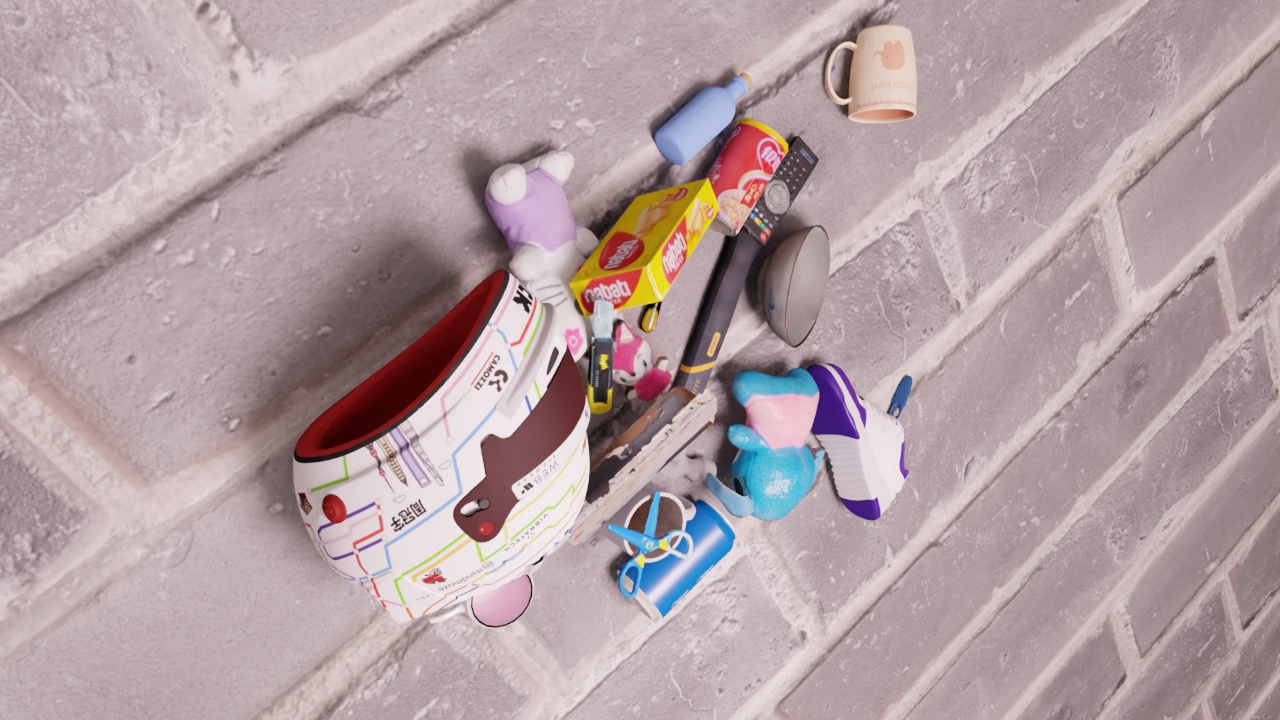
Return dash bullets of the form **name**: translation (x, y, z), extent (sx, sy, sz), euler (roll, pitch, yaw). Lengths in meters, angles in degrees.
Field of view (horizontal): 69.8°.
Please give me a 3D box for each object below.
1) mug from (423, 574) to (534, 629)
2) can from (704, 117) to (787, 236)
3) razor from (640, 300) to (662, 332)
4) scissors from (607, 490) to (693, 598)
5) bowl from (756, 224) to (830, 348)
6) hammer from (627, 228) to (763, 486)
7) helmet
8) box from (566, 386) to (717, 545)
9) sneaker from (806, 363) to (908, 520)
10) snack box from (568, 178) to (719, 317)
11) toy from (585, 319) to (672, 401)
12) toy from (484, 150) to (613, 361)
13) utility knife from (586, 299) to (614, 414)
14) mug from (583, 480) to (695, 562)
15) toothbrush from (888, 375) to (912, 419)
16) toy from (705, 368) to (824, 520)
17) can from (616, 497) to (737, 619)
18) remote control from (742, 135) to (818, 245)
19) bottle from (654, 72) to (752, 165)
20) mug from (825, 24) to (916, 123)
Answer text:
- **mug**: translation (-0.179, 0.247, 0.994), extent (0.123, 0.076, 0.090), euler (-22, 113, -25)
- **can**: translation (0.113, -0.211, 1.060), extent (0.066, 0.067, 0.124), euler (35, 84, -33)
- **razor**: translation (0.027, -0.101, 1.063), extent (0.044, 0.021, 0.144), euler (17, 94, -8)
- **scissors**: translation (0.012, 0.205, 1.020), extent (0.130, 0.014, 0.125), euler (4, 102, -36)
- **bowl**: translation (0.181, -0.094, 1.126), extent (0.150, 0.057, 0.151), euler (-36, 133, -52)
- **hammer**: translation (0.081, -0.008, 1.114), extent (0.139, 0.035, 0.312), euler (21, 91, -32)
- **helmet**: translation (-0.161, 0.095, 0.860), extent (0.315, 0.231, 0.236), euler (-39, 112, 8)
- **box**: translation (-0.008, 0.113, 0.997), extent (0.216, 0.157, 0.071), euler (-42, 86, -8)
- **sneaker**: translation (0.304, 0.093, 1.242), extent (0.111, 0.092, 0.244), euler (-36, 116, -25)
- **snack box**: translation (0.008, -0.120, 0.948), extent (0.042, 0.092, 0.200), euler (65, 33, -26)
- **toy**: translation (-0.006, 0.006, 1.043), extent (0.102, 0.050, 0.065), euler (43, 84, -13)
- **toy**: translation (-0.097, -0.101, 0.941), extent (0.137, 0.086, 0.209), euler (-38, 116, -54)
- **utility knife**: translation (-0.042, -0.002, 0.960), extent (0.028, 0.020, 0.234), euler (-11, 152, -9)
- **mug**: translation (0.008, 0.176, 1.077), extent (0.119, 0.096, 0.083), euler (-4, 104, -31)
- **toothbrush**: translation (0.363, 0.083, 1.318), extent (0.016, 0.021, 0.132), euler (16, 95, -68)
- **toy**: translation (0.176, 0.103, 1.153), extent (0.223, 0.099, 0.191), euler (-8, 104, -43)
- **can**: translation (0.044, 0.243, 1.128), extent (0.146, 0.079, 0.079), euler (-42, 120, -16)
- **remote control**: translation (0.167, -0.205, 1.109), extent (0.045, 0.021, 0.140), euler (41, 70, -25)
- **bottle**: translation (0.077, -0.278, 1.031), extent (0.131, 0.048, 0.048), euler (-45, 121, -14)
- **mug**: translation (0.283, -0.352, 1.127), extent (0.111, 0.085, 0.104), euler (2, 92, -2)
